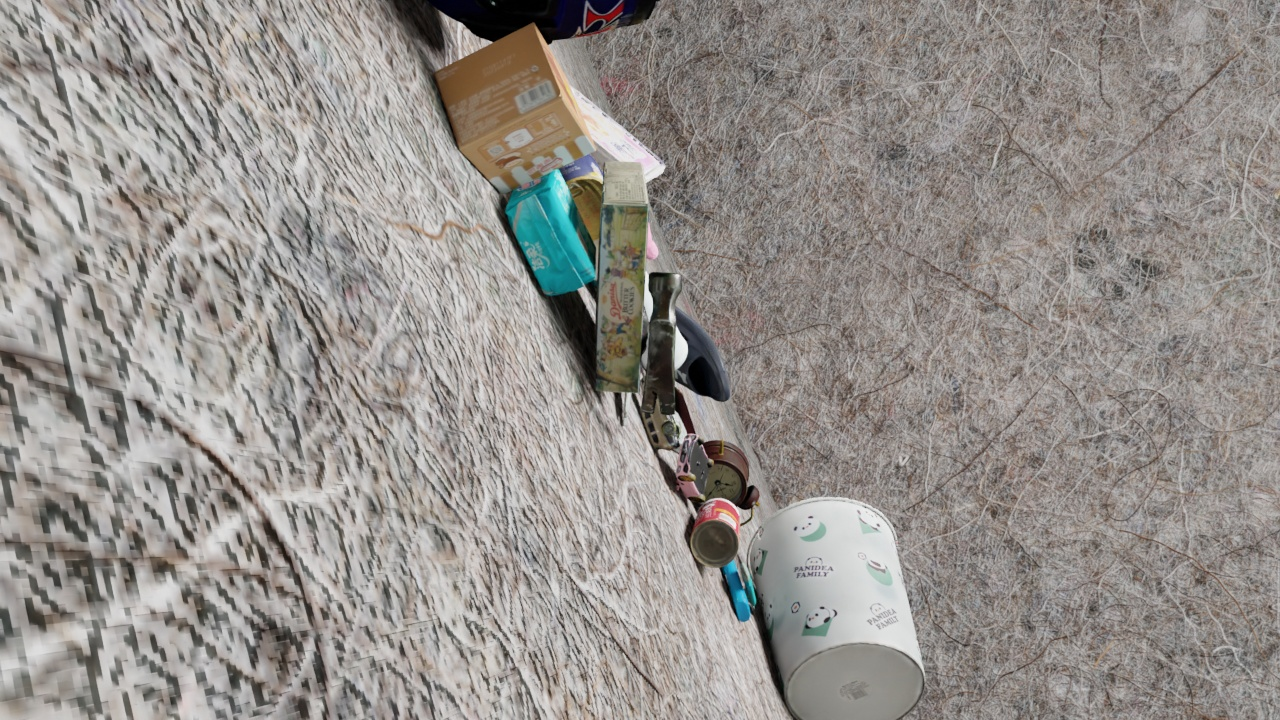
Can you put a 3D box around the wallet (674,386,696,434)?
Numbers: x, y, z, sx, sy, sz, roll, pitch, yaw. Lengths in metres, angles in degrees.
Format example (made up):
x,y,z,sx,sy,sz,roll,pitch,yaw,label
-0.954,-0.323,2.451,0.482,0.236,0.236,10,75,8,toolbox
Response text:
x,y,z,sx,sy,sz,roll,pitch,yaw,label
0.060,0.093,1.312,0.096,0.020,0.122,43,25,-60,wallet

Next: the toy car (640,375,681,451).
x,y,z,sx,sy,sz,roll,pitch,yaw,label
0.019,0.059,1.043,0.042,0.035,0.090,44,27,-75,toy car

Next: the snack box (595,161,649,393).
x,y,z,sx,sy,sz,roll,pitch,yaw,label
-0.019,-0.085,0.887,0.177,0.046,0.183,-95,-172,-67,snack box

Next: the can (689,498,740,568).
x,y,z,sx,sy,sz,roll,pitch,yaw,label
0.087,0.193,1.043,0.132,0.053,0.053,-21,88,-83,can

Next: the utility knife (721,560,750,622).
x,y,z,sx,sy,sz,roll,pitch,yaw,label
0.106,0.242,1.170,0.194,0.018,0.034,-106,180,-46,utility knife

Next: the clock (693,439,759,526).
x,y,z,sx,sy,sz,roll,pitch,yaw,label
0.103,0.158,1.162,0.122,0.082,0.055,64,12,-15,clock

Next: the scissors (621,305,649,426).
x,y,z,sx,sy,sz,roll,pitch,yaw,label
-0.007,0.022,1.004,0.143,0.022,0.234,91,3,-48,scissors

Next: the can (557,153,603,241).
x,y,z,sx,sy,sz,roll,pitch,yaw,label
-0.067,-0.181,1.028,0.049,0.075,0.148,67,7,22,can

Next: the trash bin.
x,y,z,sx,sy,sz,roll,pitch,yaw,label
0.275,0.359,1.287,0.251,0.230,0.230,-90,156,-58,trash bin

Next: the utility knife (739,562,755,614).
x,y,z,sx,sy,sz,roll,pitch,yaw,label
0.140,0.300,1.185,0.223,0.013,0.029,70,1,-60,utility knife

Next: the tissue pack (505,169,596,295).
x,y,z,sx,sy,sz,roll,pitch,yaw,label
-0.079,-0.118,0.827,0.133,0.050,0.093,-95,160,-69,tissue pack

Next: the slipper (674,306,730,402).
x,y,z,sx,sy,sz,roll,pitch,yaw,label
0.036,-0.018,1.307,0.268,0.083,0.111,49,-16,44,slipper

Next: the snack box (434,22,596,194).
x,y,z,sx,sy,sz,roll,pitch,yaw,label
-0.103,-0.206,0.763,0.094,0.093,0.077,43,24,-71,snack box

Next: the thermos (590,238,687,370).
x,y,z,sx,sy,sz,roll,pitch,yaw,label
-0.004,-0.068,1.132,0.224,0.073,0.073,58,12,-52,thermos

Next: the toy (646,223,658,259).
x,y,z,sx,sy,sz,roll,pitch,yaw,label
-0.050,-0.214,1.253,0.178,0.075,0.194,56,17,9,toy

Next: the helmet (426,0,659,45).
x,y,z,sx,sy,sz,roll,pitch,yaw,label
-0.098,-0.385,0.743,0.315,0.240,0.247,-113,-154,-72,helmet

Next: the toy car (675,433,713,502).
x,y,z,sx,sy,sz,roll,pitch,yaw,label
0.059,0.126,1.069,0.122,0.037,0.056,66,34,-60,toy car

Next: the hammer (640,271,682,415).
x,y,z,sx,sy,sz,roll,pitch,yaw,label
0.022,-0.016,0.941,0.323,0.032,0.126,-39,132,-88,hammer

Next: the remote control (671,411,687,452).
x,y,z,sx,sy,sz,roll,pitch,yaw,label
0.039,0.084,1.172,0.150,0.021,0.058,44,24,-74,remote control

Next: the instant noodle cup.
x,y,z,sx,sy,sz,roll,pitch,yaw,label
-0.062,-0.263,1.124,0.173,0.060,0.137,40,24,-2,instant noodle cup
